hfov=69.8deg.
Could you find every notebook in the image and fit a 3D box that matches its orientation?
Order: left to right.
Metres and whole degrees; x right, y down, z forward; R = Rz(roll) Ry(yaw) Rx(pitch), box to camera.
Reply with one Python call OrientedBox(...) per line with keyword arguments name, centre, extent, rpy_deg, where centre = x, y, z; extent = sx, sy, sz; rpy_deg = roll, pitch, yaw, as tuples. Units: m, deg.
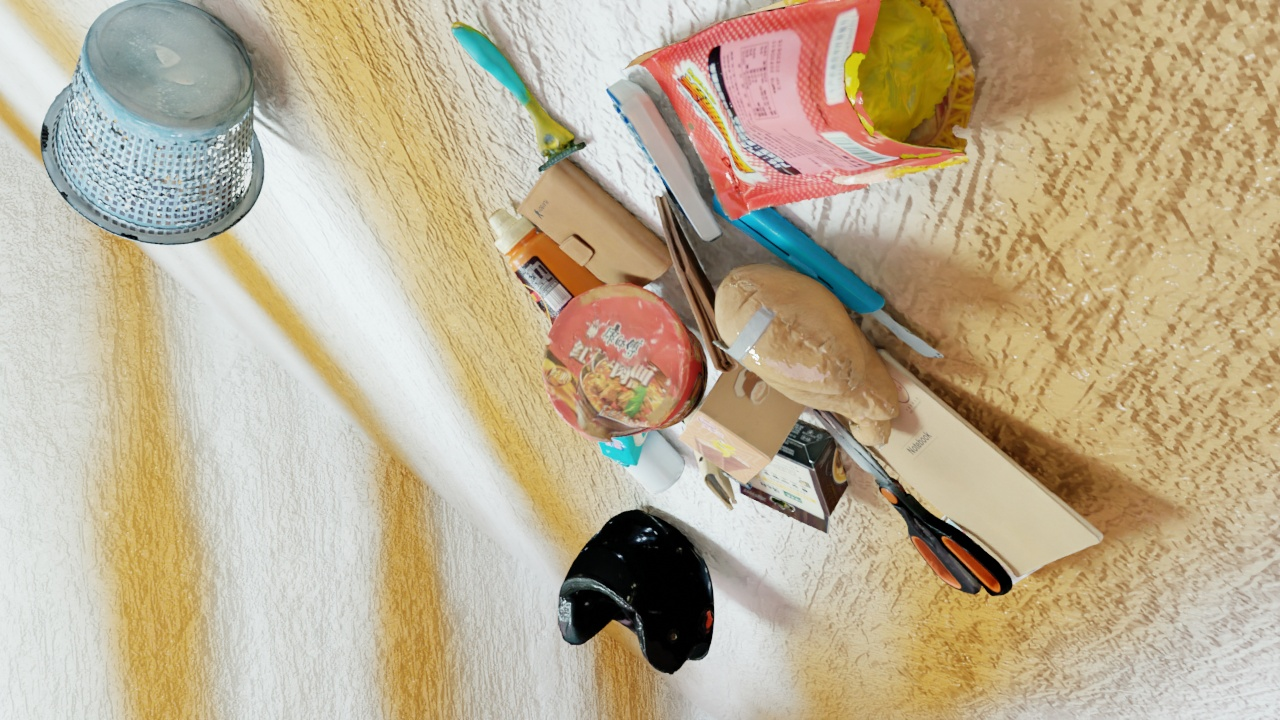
OrientedBox(name="notebook", centre=(0.253, 0.088, 0.745), extent=(0.207, 0.008, 0.148), rpy_deg=(43, 161, 14))

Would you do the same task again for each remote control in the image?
OrientedBox(name="remote control", centre=(0.018, -0.139, 0.639), extent=(0.125, 0.024, 0.049), rpy_deg=(54, -174, -37))

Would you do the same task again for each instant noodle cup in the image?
OrientedBox(name="instant noodle cup", centre=(-0.005, 0.005, 0.834), extent=(0.138, 0.138, 0.108), rpy_deg=(27, -176, 22))

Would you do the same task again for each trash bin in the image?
OrientedBox(name="trash bin", centre=(-0.500, -0.262, 0.969), extent=(0.226, 0.225, 0.196), rpy_deg=(41, 146, -13))

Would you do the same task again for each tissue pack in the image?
OrientedBox(name="tissue pack", centre=(-0.015, 0.054, 1.015), extent=(0.050, 0.093, 0.134), rpy_deg=(13, 154, 13))

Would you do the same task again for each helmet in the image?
OrientedBox(name="helmet", centre=(0.009, 0.378, 1.480), extent=(0.234, 0.229, 0.274), rpy_deg=(2, 149, 45))

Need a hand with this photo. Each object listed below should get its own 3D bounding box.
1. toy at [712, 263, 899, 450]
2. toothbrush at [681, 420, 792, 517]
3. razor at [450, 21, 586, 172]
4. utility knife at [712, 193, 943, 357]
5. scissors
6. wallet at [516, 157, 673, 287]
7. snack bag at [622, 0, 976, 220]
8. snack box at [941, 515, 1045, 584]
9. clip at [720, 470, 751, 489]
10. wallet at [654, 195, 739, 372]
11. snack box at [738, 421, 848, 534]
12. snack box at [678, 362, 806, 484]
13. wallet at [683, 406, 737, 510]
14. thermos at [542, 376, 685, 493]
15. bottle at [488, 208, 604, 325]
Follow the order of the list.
OrientedBox(name="toy", centre=(0.133, 0.000, 0.692), extent=(0.143, 0.082, 0.226), rpy_deg=(51, -170, 34))
OrientedBox(name="toothbrush", centre=(0.116, 0.126, 1.083), extent=(0.186, 0.012, 0.017), rpy_deg=(42, 164, -16))
OrientedBox(name="razor", centre=(-0.096, -0.202, 0.692), extent=(0.043, 0.028, 0.132), rpy_deg=(-21, 129, 30))
OrientedBox(name="utility knife", centre=(0.134, -0.061, 0.654), extent=(0.203, 0.018, 0.034), rpy_deg=(36, 158, -4))
OrientedBox(name="scissors", centre=(0.243, 0.123, 0.812), extent=(0.234, 0.021, 0.161), rpy_deg=(54, 163, -23))
OrientedBox(name="wallet", centre=(-0.040, -0.112, 0.797), extent=(0.132, 0.031, 0.108), rpy_deg=(41, 157, -10))
OrientedBox(name="snack bag", centre=(0.080, -0.141, 0.515), extent=(0.128, 0.073, 0.208), rpy_deg=(50, 161, -22))
OrientedBox(name="snack box", centre=(0.317, 0.155, 0.817), extent=(0.085, 0.026, 0.157), rpy_deg=(31, 158, 15))
OrientedBox(name="clip", centre=(0.100, 0.119, 0.948), extent=(0.024, 0.026, 0.056), rpy_deg=(32, 165, 29))
OrientedBox(name="wallet", centre=(0.042, -0.060, 0.714), extent=(0.101, 0.020, 0.115), rpy_deg=(-104, -11, -45))
OrientedBox(name="snack box", centre=(0.146, 0.108, 0.940), extent=(0.113, 0.053, 0.126), rpy_deg=(22, 156, 33))
OrientedBox(name="snack box", centre=(0.097, 0.044, 0.827), extent=(0.077, 0.092, 0.094), rpy_deg=(34, 159, 5))
OrientedBox(name="wallet", centre=(0.074, 0.098, 0.987), extent=(0.087, 0.024, 0.115), rpy_deg=(58, -170, -46))
OrientedBox(name="thermos", centre=(-0.033, 0.075, 1.132), extent=(0.220, 0.070, 0.070), rpy_deg=(48, 156, -27))
OrientedBox(name="bottle", centre=(-0.091, -0.087, 0.890), extent=(0.149, 0.066, 0.067), rpy_deg=(47, 157, -10))
